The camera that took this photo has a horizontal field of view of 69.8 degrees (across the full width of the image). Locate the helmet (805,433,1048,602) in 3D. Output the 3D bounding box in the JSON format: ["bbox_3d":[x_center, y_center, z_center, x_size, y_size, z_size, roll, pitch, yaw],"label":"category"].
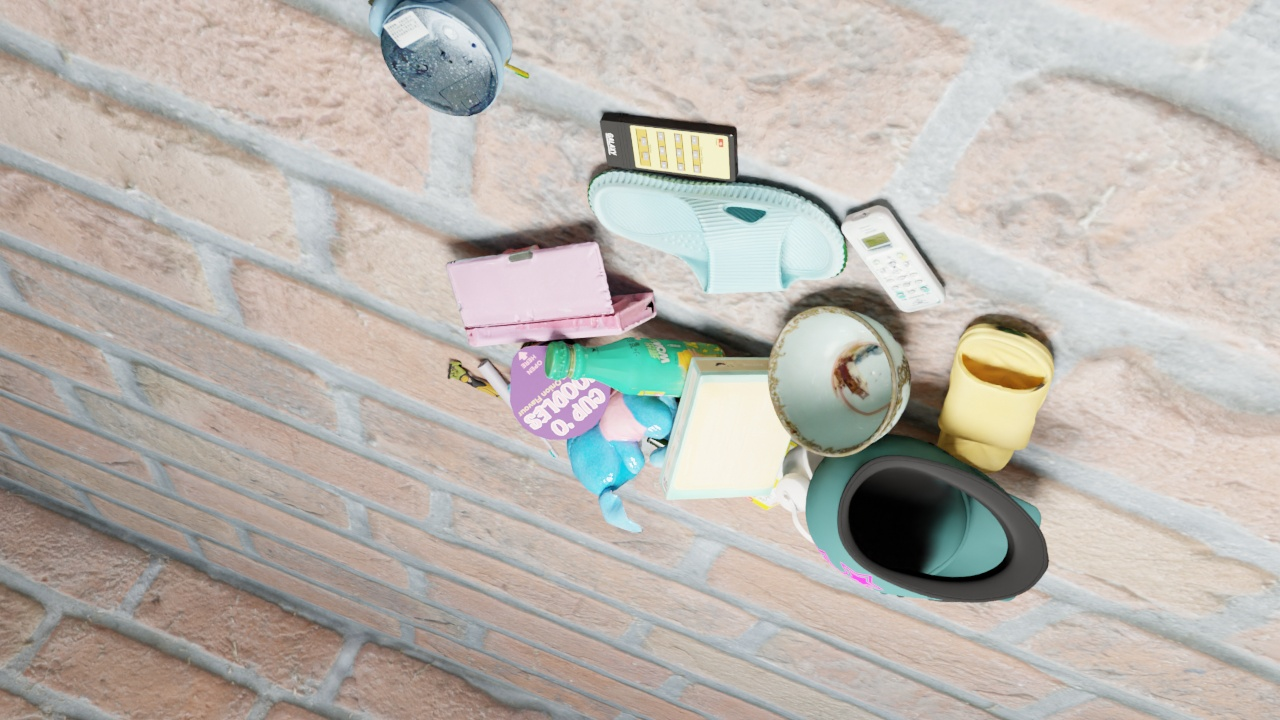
[{"bbox_3d":[0.321,0.183,1.026,0.275,0.176,0.200,18,178,8],"label":"helmet"}]

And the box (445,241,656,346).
[{"bbox_3d":[-0.109,-0.086,1.093,0.233,0.106,0.115,-3,105,34],"label":"box"}]

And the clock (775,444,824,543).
[{"bbox_3d":[0.229,0.158,1.147,0.120,0.158,0.061,34,135,-17],"label":"clock"}]

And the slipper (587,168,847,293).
[{"bbox_3d":[0.070,-0.127,0.925,0.276,0.069,0.116,14,142,13],"label":"slipper"}]

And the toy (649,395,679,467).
[{"bbox_3d":[0.057,0.097,1.214,0.181,0.114,0.184,20,145,27],"label":"toy"}]

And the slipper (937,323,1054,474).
[{"bbox_3d":[0.379,0.065,1.002,0.099,0.078,0.264,12,147,15],"label":"slipper"}]

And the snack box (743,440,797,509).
[{"bbox_3d":[0.191,0.163,1.289,0.075,0.025,0.153,31,145,-12],"label":"snack box"}]

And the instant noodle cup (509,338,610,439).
[{"bbox_3d":[-0.114,0.014,1.155,0.122,0.122,0.137,-41,114,5],"label":"instant noodle cup"}]

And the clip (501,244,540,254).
[{"bbox_3d":[-0.140,-0.125,1.087,0.060,0.023,0.045,15,141,8],"label":"clip"}]

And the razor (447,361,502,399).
[{"bbox_3d":[-0.218,0.042,1.363,0.144,0.021,0.044,22,146,-3],"label":"razor"}]

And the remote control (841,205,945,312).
[{"bbox_3d":[0.249,-0.099,0.898,0.050,0.022,0.133,-14,132,42],"label":"remote control"}]

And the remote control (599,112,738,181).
[{"bbox_3d":[0.028,-0.206,0.886,0.133,0.013,0.058,11,144,17],"label":"remote control"}]

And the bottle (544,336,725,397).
[{"bbox_3d":[-0.006,0.006,1.078,0.209,0.068,0.068,4,151,-19],"label":"bottle"}]

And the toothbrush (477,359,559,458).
[{"bbox_3d":[-0.176,0.075,1.350,0.019,0.018,0.188,-27,114,23],"label":"toothbrush"}]

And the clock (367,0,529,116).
[{"bbox_3d":[-0.185,-0.299,0.839,0.118,0.059,0.162,-10,134,38],"label":"clock"}]

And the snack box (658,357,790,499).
[{"bbox_3d":[0.111,0.084,1.099,0.141,0.044,0.194,0,126,-18],"label":"snack box"}]

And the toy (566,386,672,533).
[{"bbox_3d":[-0.024,0.098,1.164,0.098,0.223,0.192,17,128,-29],"label":"toy"}]

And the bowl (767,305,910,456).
[{"bbox_3d":[0.228,0.020,0.991,0.093,0.160,0.160,-4,168,-43],"label":"bowl"}]

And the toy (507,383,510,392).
[{"bbox_3d":[-0.136,0.047,1.288,0.092,0.062,0.133,36,154,-19],"label":"toy"}]

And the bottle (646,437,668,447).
[{"bbox_3d":[0.065,0.139,1.321,0.123,0.032,0.033,28,146,-7],"label":"bottle"}]
